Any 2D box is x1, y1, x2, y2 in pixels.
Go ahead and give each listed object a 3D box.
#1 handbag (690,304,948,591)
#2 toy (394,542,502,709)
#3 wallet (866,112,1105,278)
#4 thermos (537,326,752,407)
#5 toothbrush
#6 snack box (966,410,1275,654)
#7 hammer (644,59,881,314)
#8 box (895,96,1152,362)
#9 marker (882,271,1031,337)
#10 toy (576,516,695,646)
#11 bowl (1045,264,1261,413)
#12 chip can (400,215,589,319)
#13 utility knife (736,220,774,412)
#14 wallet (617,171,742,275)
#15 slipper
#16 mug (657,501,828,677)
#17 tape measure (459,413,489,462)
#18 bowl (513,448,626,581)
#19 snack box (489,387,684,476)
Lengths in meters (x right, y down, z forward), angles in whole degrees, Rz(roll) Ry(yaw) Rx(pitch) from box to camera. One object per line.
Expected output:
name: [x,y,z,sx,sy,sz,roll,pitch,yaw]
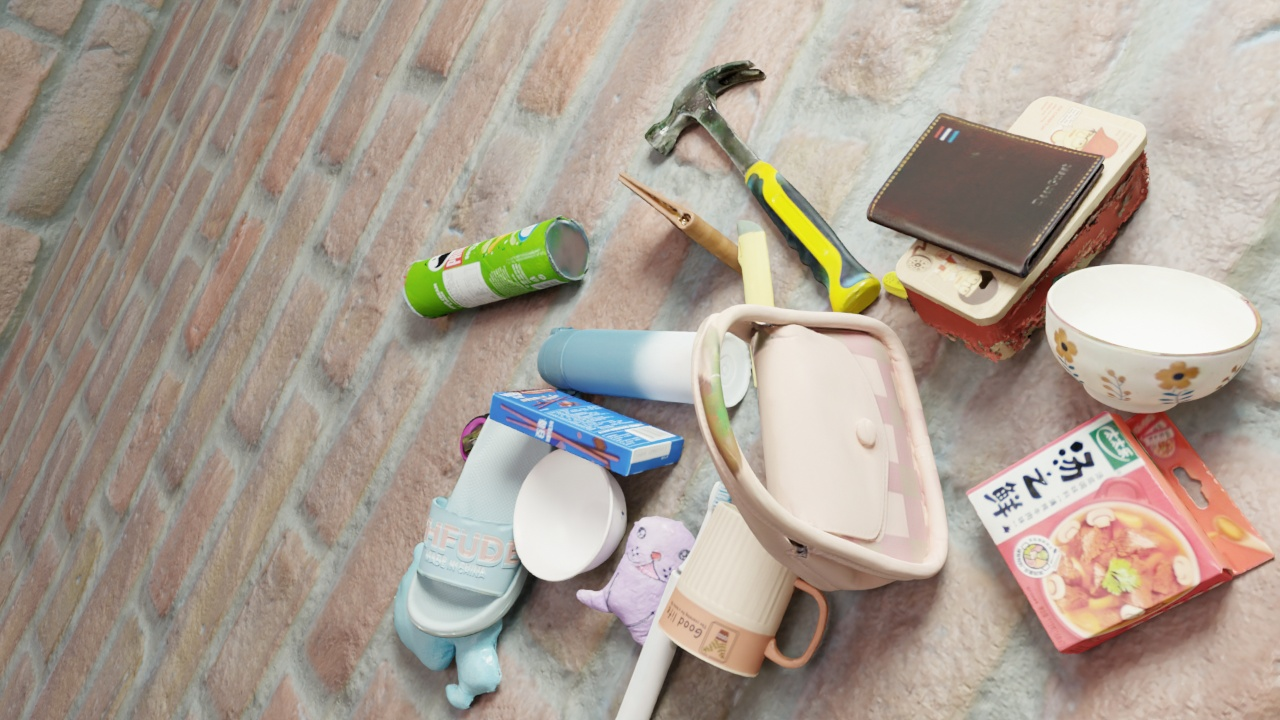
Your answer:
handbag: [0.106,0.047,0.609,0.094,0.234,0.193,-23,60,35]
toy: [-0.197,0.262,0.916,0.157,0.049,0.161,-10,76,32]
wallet: [0.225,-0.113,0.609,0.122,0.020,0.096,32,83,41]
thermos: [-0.005,0.005,0.841,0.221,0.070,0.070,3,75,42]
toothbrush: [0.028,0.202,0.745,0.026,0.026,0.221,22,94,24]
snack box: [0.287,0.100,0.563,0.127,0.044,0.113,-39,52,23]
hammer: [0.114,-0.160,0.823,0.126,0.032,0.323,-46,50,19]
box: [0.266,-0.085,0.631,0.168,0.079,0.091,-50,48,-2]
marker: [0.234,-0.042,0.685,0.124,0.015,0.018,30,92,42]
toy: [0.004,0.180,0.775,0.084,0.039,0.108,31,96,12]
bowl: [0.306,-0.008,0.562,0.113,0.113,0.062,31,135,43]
chip can: [-0.163,-0.099,1.012,0.237,0.072,0.072,-10,67,38]
utility knife: [0.100,-0.039,0.780,0.031,0.019,0.173,-12,73,41]
wallet: [0.040,-0.125,0.827,0.020,0.101,0.115,-54,46,6]
slipper: [-0.147,0.145,0.874,0.104,0.074,0.245,16,76,16]
mug: [0.085,0.177,0.690,0.114,0.081,0.106,25,89,23]
tape measure: [-0.162,0.085,0.960,0.058,0.039,0.057,-38,53,24]
bowl: [-0.051,0.142,0.825,0.119,0.064,0.118,-17,62,36]
snack box: [-0.049,0.060,0.818,0.157,0.084,0.026,19,102,31]
